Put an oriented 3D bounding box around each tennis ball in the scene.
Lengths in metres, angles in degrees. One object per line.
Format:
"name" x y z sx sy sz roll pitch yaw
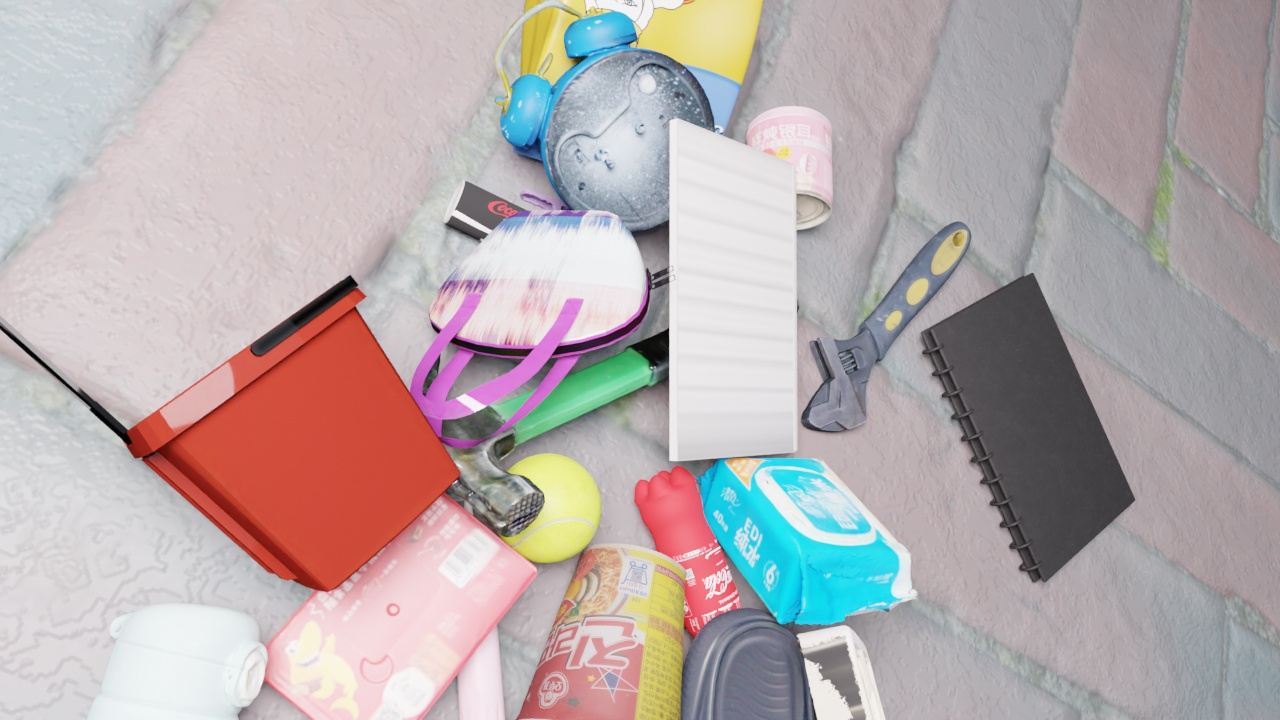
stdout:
"tennis ball" -0.056 0.089 0.553 0.065 0.065 0.065 9 71 -27

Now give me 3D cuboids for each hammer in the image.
"hammer" -0.004 0.004 0.602 0.317 0.032 0.130 -24 47 -40

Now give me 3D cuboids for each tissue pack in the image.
"tissue pack" 0.108 0.114 0.604 0.092 0.144 0.062 4 118 -28

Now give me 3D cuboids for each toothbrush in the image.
"toothbrush" -0.095 0.169 0.533 0.026 0.027 0.222 -6 77 -6

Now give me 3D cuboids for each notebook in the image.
"notebook" 0.066 -0.041 0.615 0.142 0.009 0.209 3 86 -50
"notebook" 0.342 0.054 0.805 0.168 0.019 0.231 -25 90 -33

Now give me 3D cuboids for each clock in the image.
"clock" -0.024 -0.161 0.605 0.117 0.060 0.161 -43 119 1

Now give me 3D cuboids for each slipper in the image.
"slipper" 0.069 0.287 0.541 0.110 0.083 0.268 12 80 -28

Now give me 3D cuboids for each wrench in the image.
"wrench" 0.210 -0.036 0.762 0.073 0.022 0.272 50 59 -7

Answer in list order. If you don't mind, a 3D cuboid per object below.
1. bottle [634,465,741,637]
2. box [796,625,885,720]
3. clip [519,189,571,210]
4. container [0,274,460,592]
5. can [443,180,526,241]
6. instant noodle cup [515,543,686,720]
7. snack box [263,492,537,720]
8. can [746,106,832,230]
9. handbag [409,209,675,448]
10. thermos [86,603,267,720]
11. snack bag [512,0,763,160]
"bottle" 0.037 0.140 0.603 0.041 0.042 0.141 -19 85 -32
"box" 0.168 0.243 0.559 0.101 0.145 0.186 -30 65 6
"clip" -0.061 -0.102 0.639 0.052 0.013 0.036 14 70 -28
"container" -0.200 0.009 0.451 0.126 0.148 0.201 -43 107 -28
"can" -0.087 -0.088 0.609 0.080 0.032 0.031 24 65 -21
"instant noodle cup" -0.017 0.172 0.540 0.100 0.101 0.112 25 57 -21
"snack box" -0.132 0.141 0.504 0.089 0.021 0.132 40 68 0
"can" 0.116 -0.150 0.718 0.067 0.067 0.076 12 71 -26
"handbag" -0.070 -0.016 0.527 0.169 0.145 0.068 -59 146 -46
"thermos" -0.234 0.216 0.418 0.078 0.065 0.206 5 68 15
"snack bag" -0.004 -0.229 0.665 0.158 0.102 0.205 12 84 -26
